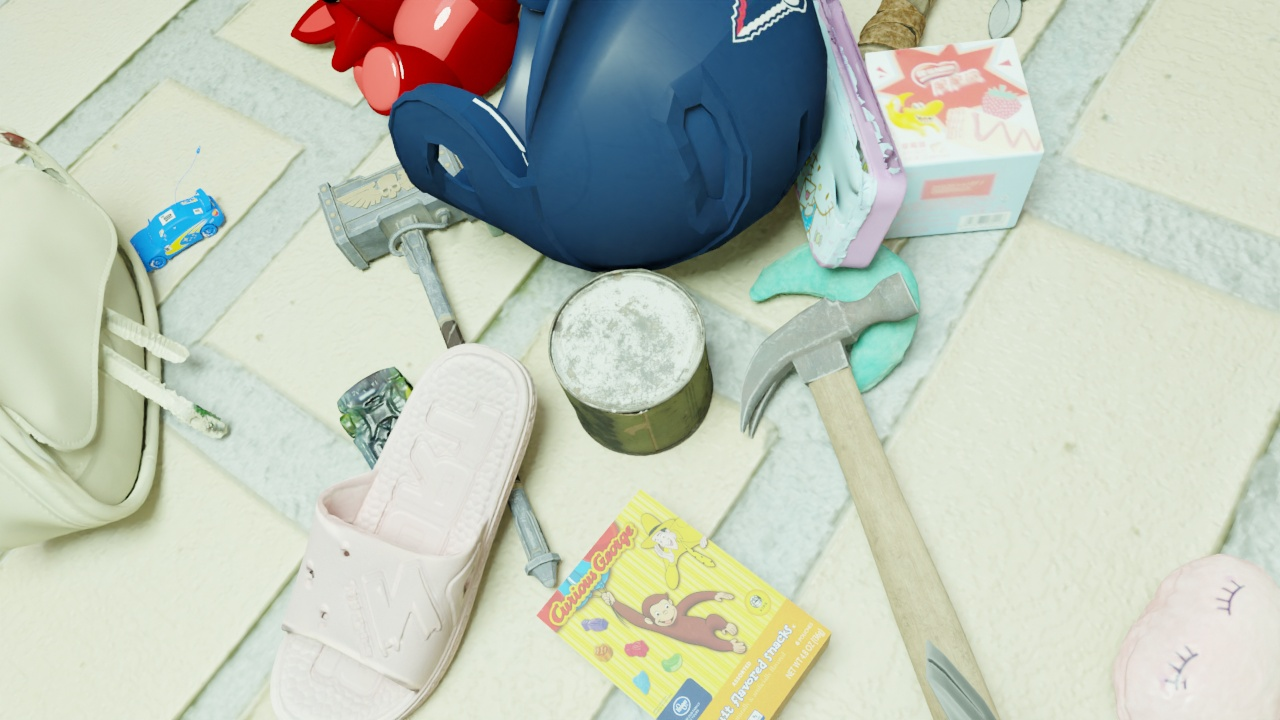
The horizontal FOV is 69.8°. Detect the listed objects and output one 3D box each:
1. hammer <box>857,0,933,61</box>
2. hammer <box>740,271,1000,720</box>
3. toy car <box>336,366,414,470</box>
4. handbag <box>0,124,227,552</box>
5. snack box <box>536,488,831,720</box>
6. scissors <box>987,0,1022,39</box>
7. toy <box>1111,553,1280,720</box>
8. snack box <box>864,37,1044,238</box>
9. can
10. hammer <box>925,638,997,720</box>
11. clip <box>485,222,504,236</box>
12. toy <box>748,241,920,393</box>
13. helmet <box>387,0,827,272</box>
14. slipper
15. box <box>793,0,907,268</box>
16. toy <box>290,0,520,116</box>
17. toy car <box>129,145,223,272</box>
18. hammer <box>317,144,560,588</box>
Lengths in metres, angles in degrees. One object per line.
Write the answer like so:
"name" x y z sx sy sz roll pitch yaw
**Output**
"hammer" 0.236 -0.341 0.699 0.121 0.049 0.318 21 70 16
"hammer" 0.145 0.116 0.488 0.119 0.030 0.330 -25 67 18
"toy car" -0.145 0.056 0.566 0.048 0.033 0.105 -32 76 -5
"handbag" -0.356 -0.020 0.566 0.132 0.184 0.228 -16 46 -2
"snack box" 0.023 0.144 0.490 0.126 0.040 0.088 34 73 23
"scissors" 0.279 -0.297 0.683 0.136 0.019 0.138 -28 64 -3
"toy" 0.288 0.153 0.441 0.105 0.053 0.108 35 72 7
"snack box" 0.191 -0.140 0.583 0.093 0.079 0.094 -4 62 7
"can" -0.003 0.003 0.547 0.090 0.075 0.089 -4 65 7
"hammer" 0.015 0.205 0.430 0.325 0.170 0.034 -3 19 18
"clip" -0.105 -0.125 0.657 0.044 0.023 0.076 -19 64 -2
"toy" 0.127 -0.037 0.571 0.085 0.033 0.105 -41 65 1
"helmet" 0.000 -0.174 0.527 0.223 0.273 0.231 19 54 7
"slipper" -0.131 0.099 0.505 0.094 0.064 0.239 22 81 14
"box" 0.118 -0.152 0.582 0.033 0.076 0.213 5 50 -11
"toy" -0.180 -0.274 0.693 0.197 0.120 0.158 40 101 28
"toy car" -0.343 -0.111 0.665 0.092 0.062 0.033 -36 64 -9
"hammer" -0.116 -0.003 0.590 0.098 0.044 0.321 -25 65 -4
